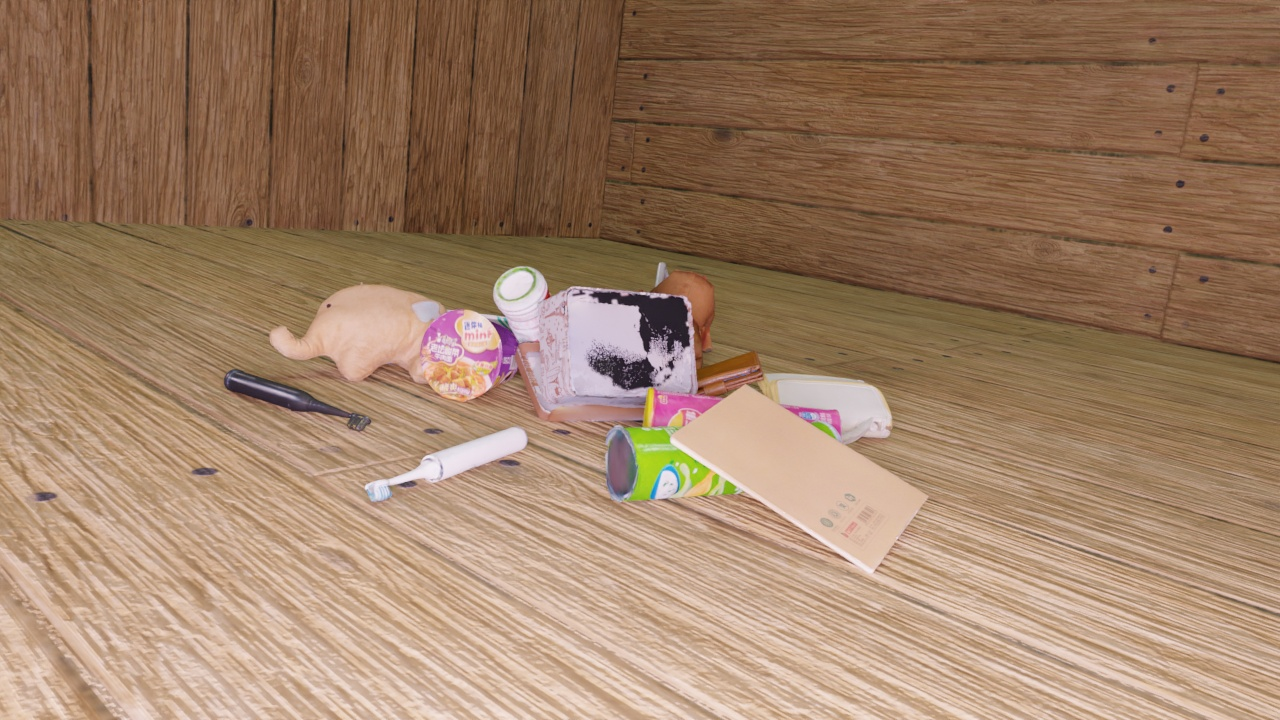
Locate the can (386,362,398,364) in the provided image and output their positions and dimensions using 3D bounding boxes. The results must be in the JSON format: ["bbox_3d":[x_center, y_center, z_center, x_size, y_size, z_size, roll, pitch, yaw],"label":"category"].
[{"bbox_3d":[-0.306,-0.022,1.284,0.146,0.058,0.058,2,13,-22],"label":"can"}]

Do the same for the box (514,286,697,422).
[{"bbox_3d":[-0.047,0.004,1.129,0.181,0.150,0.169,3,-10,-31],"label":"box"}]

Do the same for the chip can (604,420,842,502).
[{"bbox_3d":[0.083,0.095,0.889,0.235,0.072,0.072,1,13,-26],"label":"chip can"}]

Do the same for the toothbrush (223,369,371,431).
[{"bbox_3d":[-0.376,0.045,1.004,0.213,0.026,0.027,14,48,27],"label":"toothbrush"}]

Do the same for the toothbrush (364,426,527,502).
[{"bbox_3d":[-0.177,0.095,0.860,0.027,0.026,0.220,-31,-7,27],"label":"toothbrush"}]

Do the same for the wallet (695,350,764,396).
[{"bbox_3d":[0.099,0.026,1.234,0.131,0.035,0.119,-18,14,8],"label":"wallet"}]

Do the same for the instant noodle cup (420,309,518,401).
[{"bbox_3d":[-0.209,-0.007,1.165,0.112,0.111,0.099,9,3,13],"label":"instant noodle cup"}]

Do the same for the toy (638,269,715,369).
[{"bbox_3d":[0.046,-0.043,1.384,0.140,0.131,0.199,19,41,-3],"label":"toy"}]

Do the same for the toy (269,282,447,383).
[{"bbox_3d":[-0.357,-0.038,1.187,0.225,0.083,0.143,3,52,-19],"label":"toy"}]

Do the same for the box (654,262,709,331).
[{"bbox_3d":[0.055,-0.089,1.539,0.099,0.096,0.201,45,29,-25],"label":"box"}]

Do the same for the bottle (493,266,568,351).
[{"bbox_3d":[-0.129,-0.038,1.201,0.068,0.068,0.197,12,-30,24],"label":"bottle"}]

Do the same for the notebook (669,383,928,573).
[{"bbox_3d":[0.147,0.099,0.838,0.208,0.008,0.147,32,33,22],"label":"notebook"}]

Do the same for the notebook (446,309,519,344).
[{"bbox_3d":[-0.211,-0.042,1.365,0.150,0.012,0.209,8,-10,6],"label":"notebook"}]

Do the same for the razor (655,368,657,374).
[{"bbox_3d":[-0.007,0.007,1.262,0.168,0.062,0.067,-10,-26,15],"label":"razor"}]

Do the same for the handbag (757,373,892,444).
[{"bbox_3d":[0.238,0.066,1.171,0.163,0.063,0.178,4,15,-6],"label":"handbag"}]

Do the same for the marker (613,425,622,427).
[{"bbox_3d":[-0.022,0.094,0.977,0.017,0.017,0.145,6,11,-4],"label":"marker"}]

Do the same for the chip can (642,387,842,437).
[{"bbox_3d":[0.109,0.077,1.004,0.210,0.071,0.071,7,12,-2],"label":"chip can"}]
